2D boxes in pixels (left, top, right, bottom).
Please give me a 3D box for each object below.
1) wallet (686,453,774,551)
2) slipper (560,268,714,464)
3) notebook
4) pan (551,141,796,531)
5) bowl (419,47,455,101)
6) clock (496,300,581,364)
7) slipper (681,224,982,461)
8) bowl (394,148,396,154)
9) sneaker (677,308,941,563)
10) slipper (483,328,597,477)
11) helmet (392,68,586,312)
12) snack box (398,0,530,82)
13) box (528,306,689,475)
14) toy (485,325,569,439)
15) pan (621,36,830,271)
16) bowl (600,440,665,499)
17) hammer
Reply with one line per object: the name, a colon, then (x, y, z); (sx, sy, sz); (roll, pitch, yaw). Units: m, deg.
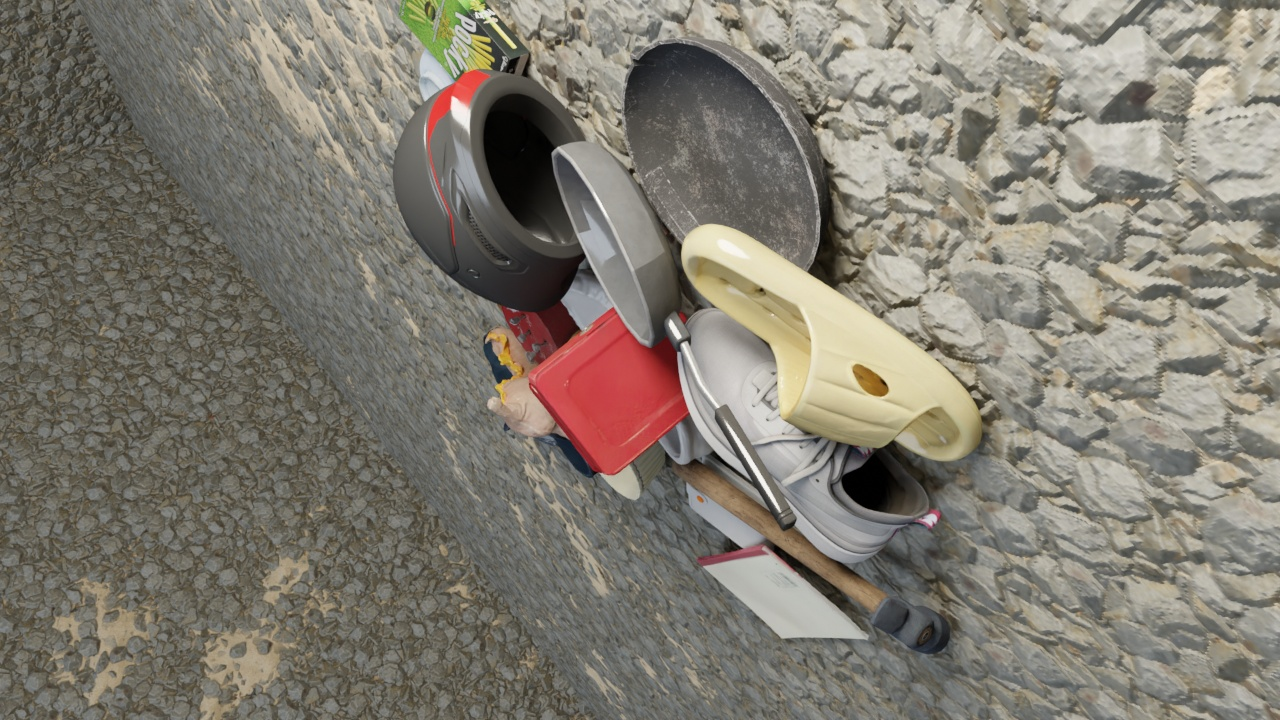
wallet: (0.104, 0.173, 1.044); (0.118, 0.037, 0.115); (35, 151, 28)
slipper: (-0.006, 0.006, 0.988); (0.247, 0.074, 0.112); (53, 141, 7)
notebook: (0.157, 0.274, 1.071); (0.153, 0.012, 0.209); (42, 157, -2)
pan: (0.027, -0.027, 0.718); (0.357, 0.041, 0.179); (60, 171, 22)
bowl: (-0.199, -0.283, 0.967); (0.114, 0.045, 0.114); (41, 154, 26)
clock: (-0.103, -0.034, 1.084); (0.159, 0.081, 0.117); (50, 156, 7)
slipper: (0.125, 0.002, 0.664); (0.261, 0.079, 0.111); (38, 159, 5)
bowl: (-0.196, -0.197, 1.024); (0.153, 0.072, 0.153); (41, 167, 11)
sneaker: (0.135, 0.056, 0.764); (0.263, 0.096, 0.129); (49, 154, 0)
slipper: (-0.164, 0.076, 1.344); (0.265, 0.083, 0.109); (54, 159, 2)
helmet: (-0.139, -0.152, 0.872); (0.170, 0.163, 0.265); (1, 147, 37)
snack box: (-0.171, -0.314, 0.879); (0.147, 0.025, 0.080); (50, 144, 9)
box: (-0.013, 0.018, 0.882); (0.134, 0.157, 0.112); (50, 167, 0)
toy: (-0.151, 0.015, 1.137); (0.196, 0.065, 0.264); (27, -166, -42)
pan: (0.037, -0.131, 0.752); (0.207, 0.040, 0.358); (55, 157, -3)
bowl: (-0.017, 0.109, 1.143); (0.115, 0.062, 0.115); (42, 154, 26)
hammer: (0.144, 0.174, 0.897); (0.322, 0.040, 0.129); (32, 179, 42)
